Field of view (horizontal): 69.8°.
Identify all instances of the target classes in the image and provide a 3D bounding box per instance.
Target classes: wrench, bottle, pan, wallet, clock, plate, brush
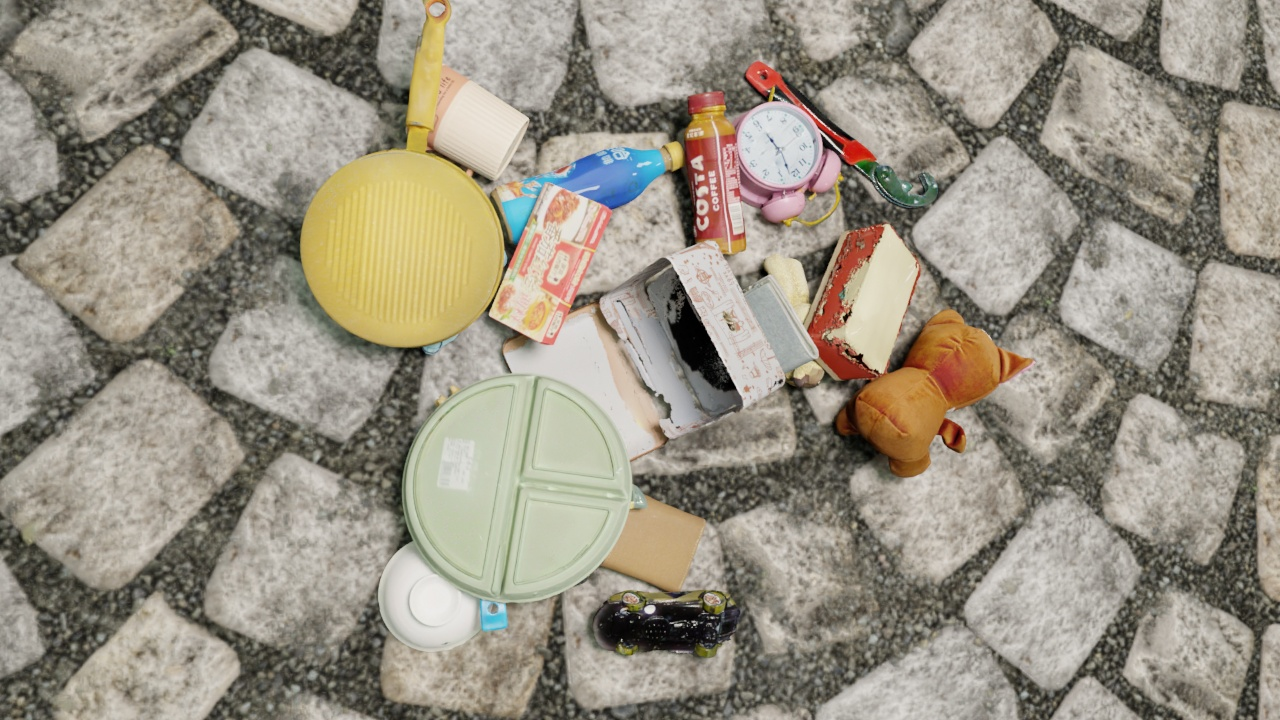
[{"bbox_3d":[0.238,-0.266,1.094,0.273,0.016,0.056,34,76,-5],"label":"wrench"},{"bbox_3d":[-0.053,-0.191,1.005,0.218,0.065,0.065,-22,87,-13],"label":"bottle"},{"bbox_3d":[-0.225,-0.189,0.913,0.197,0.078,0.357,7,98,-9],"label":"pan"},{"bbox_3d":[0.003,0.190,0.983,0.115,0.033,0.090,22,82,-8],"label":"wallet"},{"bbox_3d":[0.164,-0.224,1.053,0.117,0.060,0.158,-39,92,-12],"label":"clock"},{"bbox_3d":[-0.122,0.121,0.905,0.230,0.027,0.230,0,74,-2],"label":"plate"},{"bbox_3d":[-0.162,0.143,0.931,0.083,0.046,0.254,-5,71,-14],"label":"brush"},{"bbox_3d":[0.081,-0.204,1.011,0.057,0.057,0.175,-10,103,-12],"label":"bottle"},{"bbox_3d":[0.115,-0.023,0.994,0.036,0.130,0.106,-25,85,-54],"label":"wallet"}]

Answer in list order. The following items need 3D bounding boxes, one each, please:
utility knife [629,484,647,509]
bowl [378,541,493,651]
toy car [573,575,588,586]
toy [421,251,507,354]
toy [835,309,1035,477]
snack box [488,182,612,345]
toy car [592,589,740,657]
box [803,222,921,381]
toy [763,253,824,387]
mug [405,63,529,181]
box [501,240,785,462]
[{"bbox_3d":[-0.095,0.148,0.962,0.205,0.021,0.031,-5,71,8],"label":"utility knife"},{"bbox_3d":[-0.205,0.236,0.920,0.118,0.065,0.118,1,82,-10],"label":"bowl"},{"bbox_3d":[-0.097,0.196,0.958,0.105,0.048,0.032,34,45,-4],"label":"toy car"},{"bbox_3d":[-0.215,-0.092,0.968,0.156,0.050,0.161,-18,91,-17],"label":"toy"},{"bbox_3d":[0.323,0.035,1.020,0.199,0.130,0.140,-45,63,-8],"label":"toy"},{"bbox_3d":[-0.093,-0.099,0.940,0.075,0.025,0.153,27,97,27],"label":"snack box"},{"bbox_3d":[0.027,0.272,0.964,0.158,0.042,0.070,4,112,-12],"label":"toy car"},{"bbox_3d":[0.250,-0.067,1.008,0.091,0.076,0.168,42,60,-28],"label":"box"},{"bbox_3d":[0.171,-0.045,1.035,0.105,0.066,0.157,4,74,-53],"label":"toy"},{"bbox_3d":[-0.191,-0.239,0.984,0.106,0.081,0.115,30,105,-7],"label":"mug"},{"bbox_3d":[0.002,0.004,0.977,0.271,0.134,0.179,-27,88,18],"label":"box"}]
